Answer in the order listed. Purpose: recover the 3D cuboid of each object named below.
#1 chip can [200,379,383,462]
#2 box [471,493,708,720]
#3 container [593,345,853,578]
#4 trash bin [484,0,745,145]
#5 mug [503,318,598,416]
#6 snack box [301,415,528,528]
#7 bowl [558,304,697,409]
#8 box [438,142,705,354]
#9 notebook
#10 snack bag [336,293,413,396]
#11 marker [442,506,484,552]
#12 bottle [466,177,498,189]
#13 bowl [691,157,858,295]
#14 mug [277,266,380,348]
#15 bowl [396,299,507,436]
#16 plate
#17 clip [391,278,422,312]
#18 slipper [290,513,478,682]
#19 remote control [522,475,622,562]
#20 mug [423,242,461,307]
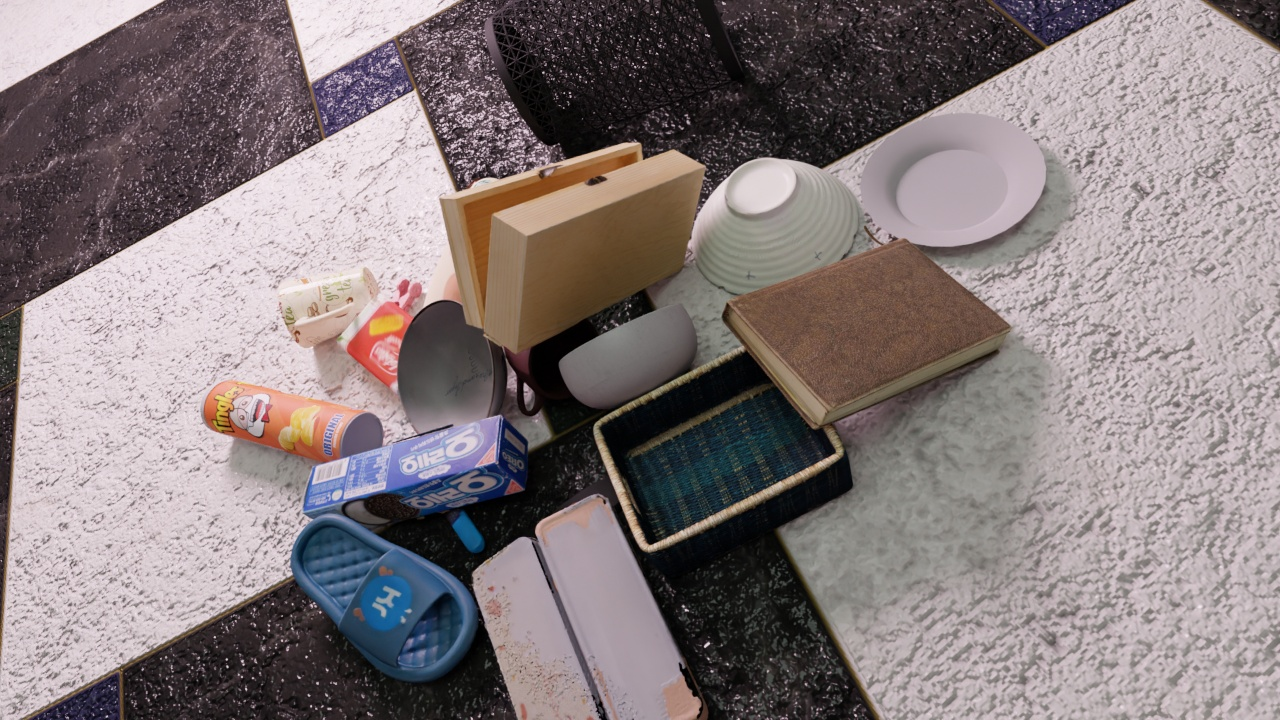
[{"bbox_3d":[-0.379,0.068,0.993,0.211,0.062,0.062,10,63,26],"label":"chip can"},{"bbox_3d":[-0.052,0.237,0.773,0.154,0.058,0.216,-29,57,1],"label":"box"},{"bbox_3d":[0.071,0.084,0.803,0.187,0.071,0.145,-27,53,2],"label":"container"},{"bbox_3d":[-0.034,-0.378,1.069,0.243,0.217,0.216,-23,53,14],"label":"trash bin"},{"bbox_3d":[-0.105,-0.001,0.932,0.088,0.087,0.114,21,95,48],"label":"mug"},{"bbox_3d":[-0.219,0.114,0.890,0.227,0.059,0.059,-16,50,18],"label":"snack box"},{"bbox_3d":[-0.005,0.005,0.858,0.132,0.132,0.064,-26,85,4],"label":"bowl"},{"bbox_3d":[-0.065,-0.121,0.888,0.123,0.141,0.248,36,43,25],"label":"box"},{"bbox_3d":[0.189,-0.045,0.815,0.215,0.035,0.190,-20,51,-23],"label":"notebook"},{"bbox_3d":[-0.272,-0.016,1.013,0.116,0.036,0.077,35,81,27],"label":"snack bag"},{"bbox_3d":[-0.185,0.145,0.900,0.018,0.015,0.123,-44,51,-3],"label":"marker"},{"bbox_3d":[-0.162,-0.174,1.045,0.056,0.056,0.162,-39,31,-6],"label":"bottle"},{"bbox_3d":[0.129,-0.156,0.938,0.177,0.071,0.177,-10,55,15],"label":"bowl"},{"bbox_3d":[-0.355,-0.062,1.047,0.097,0.081,0.122,-18,15,1],"label":"mug"},{"bbox_3d":[-0.181,0.014,0.938,0.151,0.056,0.150,2,93,37],"label":"bowl"},{"bbox_3d":[0.309,-0.176,0.913,0.173,0.019,0.172,-10,56,15],"label":"plate"},{"bbox_3d":[-0.283,-0.071,1.072,0.038,0.022,0.058,13,66,23],"label":"clip"},{"bbox_3d":[-0.244,0.215,0.837,0.214,0.059,0.103,26,82,23],"label":"slipper"},{"bbox_3d":[-0.069,0.152,0.851,0.124,0.010,0.039,-34,53,-2],"label":"remote control"},{"bbox_3d":[-0.176,-0.071,1.002,0.111,0.085,0.104,24,77,1],"label":"mug"}]
